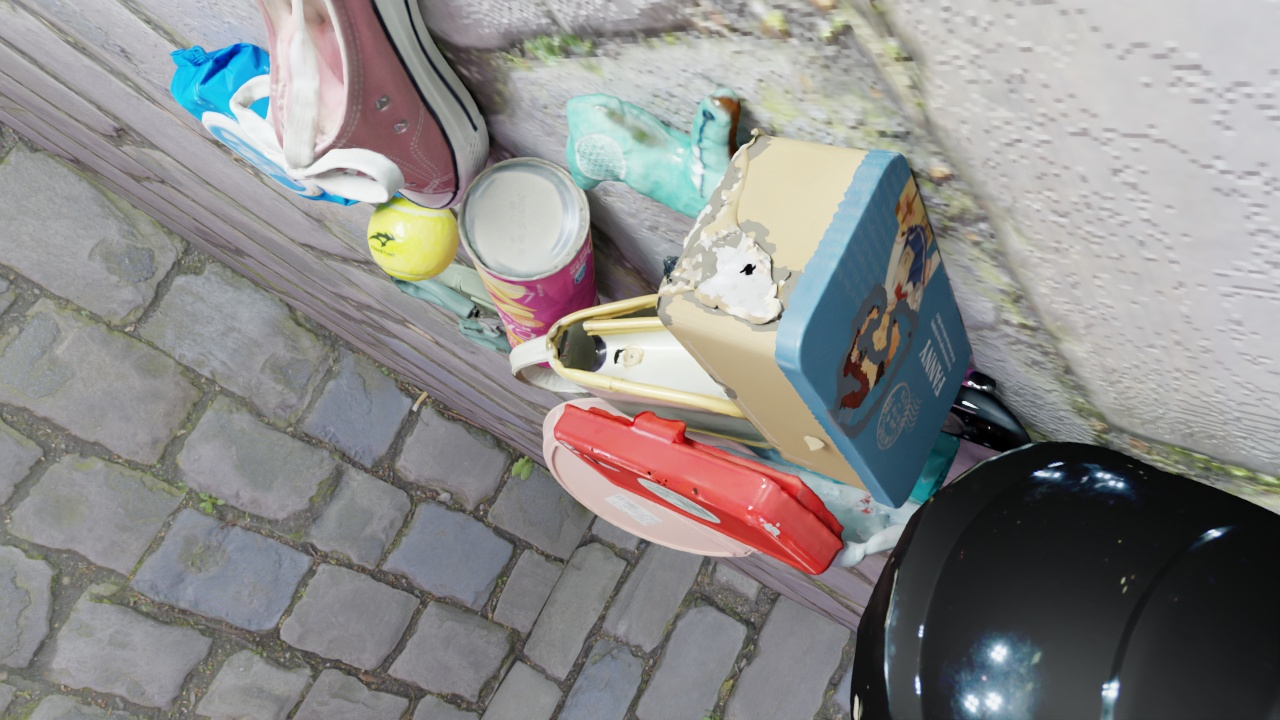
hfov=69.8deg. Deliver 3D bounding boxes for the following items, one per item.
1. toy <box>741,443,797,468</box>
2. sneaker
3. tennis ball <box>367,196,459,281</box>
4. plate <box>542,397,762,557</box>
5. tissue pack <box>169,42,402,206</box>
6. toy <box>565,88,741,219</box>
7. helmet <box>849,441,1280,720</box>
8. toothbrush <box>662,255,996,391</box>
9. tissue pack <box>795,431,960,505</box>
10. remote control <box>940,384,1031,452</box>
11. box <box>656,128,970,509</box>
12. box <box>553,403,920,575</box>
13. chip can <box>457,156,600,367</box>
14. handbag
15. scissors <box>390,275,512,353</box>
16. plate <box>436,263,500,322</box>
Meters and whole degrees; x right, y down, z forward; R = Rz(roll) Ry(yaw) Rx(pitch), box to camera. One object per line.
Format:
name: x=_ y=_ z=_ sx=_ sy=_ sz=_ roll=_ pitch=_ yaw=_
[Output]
toy: x=0.137 y=0.092 z=0.745 sx=0.161 sy=0.049 sz=0.156 roll=28 pitch=159 yaw=-5
sneaker: x=-0.135 y=-0.118 z=0.421 sx=0.118 sy=0.087 sz=0.241 roll=28 pitch=167 yaw=6
tennis ball: x=-0.165 y=-0.090 z=0.668 sx=0.065 sy=0.065 sz=0.065 roll=29 pitch=169 yaw=6
plate: x=0.018 y=0.108 z=0.779 sx=0.229 sy=0.028 sz=0.230 roll=18 pitch=150 yaw=10
tissue pack: x=-0.236 y=-0.151 z=0.614 sx=0.157 sy=0.052 sz=0.095 roll=38 pitch=166 yaw=-36
toy: x=0.011 y=-0.083 z=0.368 sx=0.092 sy=0.030 sz=0.096 roll=23 pitch=160 yaw=7
helmet: x=0.211 y=0.167 z=0.425 sx=0.230 sy=0.233 sz=0.275 roll=38 pitch=156 yaw=25
toothbrush: x=0.089 y=-0.022 z=0.471 sx=0.189 sy=0.014 sz=0.018 roll=23 pitch=157 yaw=29
tissue pack: x=0.142 y=0.052 z=0.563 sx=0.093 sy=0.050 sz=0.133 roll=27 pitch=168 yaw=19
remote control: x=0.135 y=0.013 z=0.474 sx=0.136 sy=0.024 sz=0.053 roll=22 pitch=165 yaw=29
box: x=0.081 y=-0.006 z=0.373 sx=0.063 sy=0.089 sz=0.184 roll=20 pitch=167 yaw=37
box: x=0.053 y=0.074 z=0.539 sx=0.160 sy=0.063 sz=0.201 roll=18 pitch=177 yaw=-36
chip can: x=-0.061 y=-0.049 z=0.573 sx=0.071 sy=0.071 sz=0.211 roll=29 pitch=168 yaw=6
handbag: x=-0.003 y=0.003 z=0.560 sx=0.179 sy=0.063 sz=0.163 roll=8 pitch=169 yaw=16
scissors: x=-0.166 y=-0.048 z=0.835 sx=0.172 sy=0.019 sz=0.177 roll=35 pitch=168 yaw=-17
plate: x=-0.105 y=-0.022 z=0.905 sx=0.230 sy=0.027 sz=0.230 roll=28 pitch=169 yaw=6
